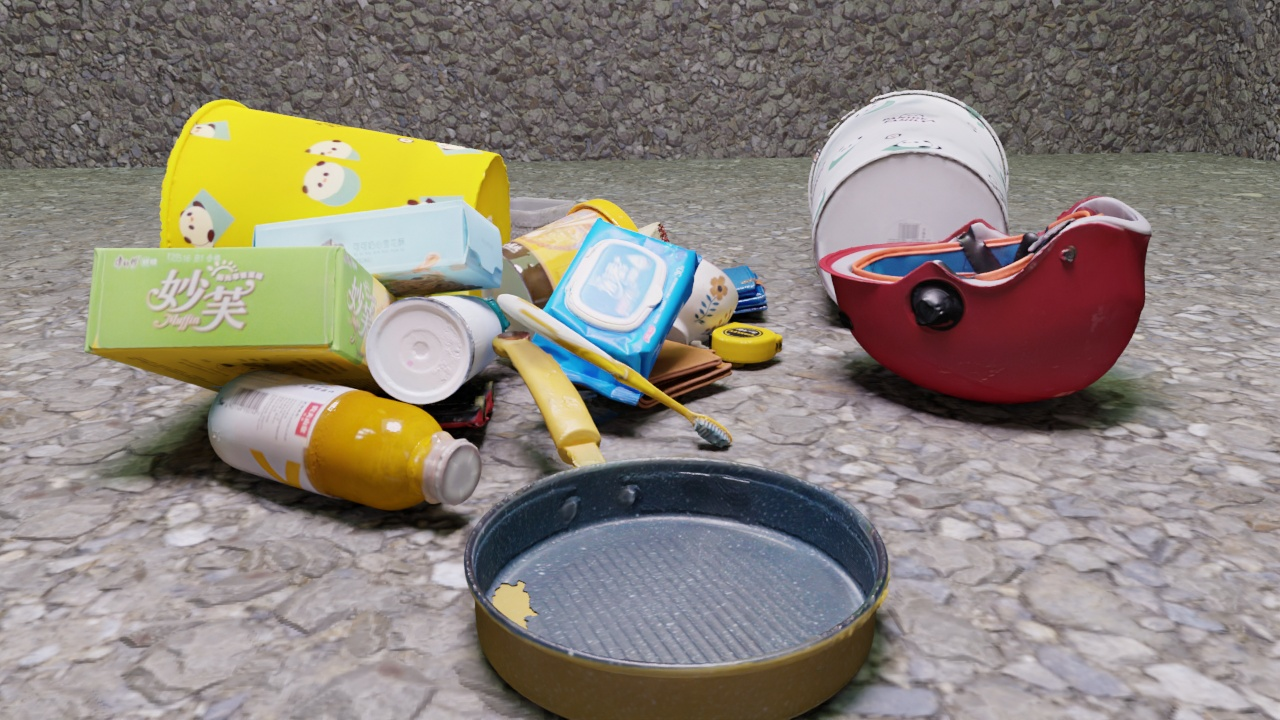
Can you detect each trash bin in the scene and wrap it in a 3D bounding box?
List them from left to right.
[{"bbox_3d":[-0.264,-0.112,0.856,0.255,0.230,0.229,6,18,2],"label":"trash bin"},{"bbox_3d":[0.287,-0.156,0.987,0.230,0.230,0.251,4,24,14],"label":"trash bin"}]

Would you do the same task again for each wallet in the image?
[{"bbox_3d":[-0.005,0.004,0.766,0.107,0.031,0.132,-17,21,-38],"label":"wallet"},{"bbox_3d":[0.083,-0.074,1.007,0.106,0.040,0.133,-8,16,4],"label":"wallet"}]

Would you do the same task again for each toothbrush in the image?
[{"bbox_3d":[-0.018,0.008,0.634,0.191,0.016,0.018,32,18,-3],"label":"toothbrush"}]

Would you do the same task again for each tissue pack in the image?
[{"bbox_3d":[-0.019,-0.041,0.692,0.095,0.052,0.156,21,56,8],"label":"tissue pack"}]

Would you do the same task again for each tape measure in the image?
[{"bbox_3d":[0.092,-0.012,0.823,0.060,0.029,0.057,14,21,37],"label":"tape measure"}]

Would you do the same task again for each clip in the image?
[{"bbox_3d":[-0.044,0.032,0.705,0.058,0.045,0.027,7,21,41],"label":"clip"}]

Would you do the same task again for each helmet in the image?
[{"bbox_3d":[0.271,-0.038,0.723,0.240,0.144,0.206,-7,12,28],"label":"helmet"}]

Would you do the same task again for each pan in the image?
[{"bbox_3d":[-0.018,0.063,0.504,0.197,0.078,0.357,-8,19,-24],"label":"pan"}]

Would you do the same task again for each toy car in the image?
[{"bbox_3d":[-0.134,0.035,0.666,0.049,0.031,0.106,-3,7,-4],"label":"toy car"}]

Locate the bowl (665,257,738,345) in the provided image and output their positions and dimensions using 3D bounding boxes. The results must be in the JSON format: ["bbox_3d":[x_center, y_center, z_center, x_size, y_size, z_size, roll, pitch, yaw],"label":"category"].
[{"bbox_3d":[0.029,-0.049,0.853,0.114,0.113,0.062,8,61,26],"label":"bowl"}]

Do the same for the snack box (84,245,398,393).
[{"bbox_3d":[-0.260,-0.021,0.657,0.157,0.070,0.210,0,-10,-1],"label":"snack box"}]

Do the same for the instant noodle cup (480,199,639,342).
[{"bbox_3d":[-0.068,-0.067,0.796,0.114,0.118,0.118,-25,28,-30],"label":"instant noodle cup"}]

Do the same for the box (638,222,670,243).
[{"bbox_3d":[-0.013,-0.104,0.994,0.091,0.080,0.168,-18,15,13],"label":"box"}]

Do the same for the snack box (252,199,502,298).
[{"bbox_3d":[-0.198,-0.079,0.699,0.175,0.051,0.074,-5,-9,12],"label":"snack box"}]

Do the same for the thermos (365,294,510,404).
[{"bbox_3d":[-0.142,-0.014,0.673,0.073,0.073,0.224,-1,5,-2],"label":"thermos"}]

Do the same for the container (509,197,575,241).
[{"bbox_3d":[-0.127,-0.118,1.019,0.090,0.114,0.090,10,21,30],"label":"container"}]

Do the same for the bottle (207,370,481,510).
[{"bbox_3d":[-0.182,0.051,0.563,0.190,0.068,0.067,9,20,28],"label":"bottle"}]
